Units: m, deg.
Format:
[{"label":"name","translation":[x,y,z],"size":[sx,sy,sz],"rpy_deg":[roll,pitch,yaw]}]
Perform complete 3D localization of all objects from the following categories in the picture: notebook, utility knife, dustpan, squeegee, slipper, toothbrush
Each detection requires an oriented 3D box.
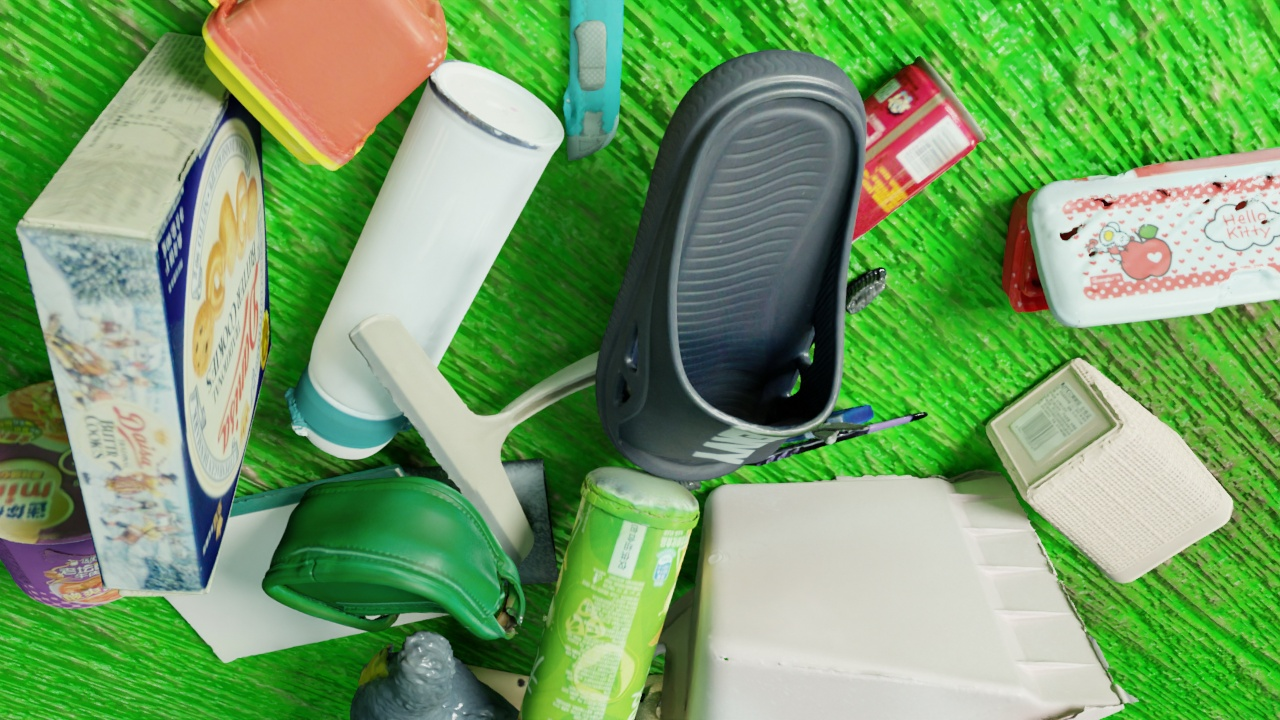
[{"label":"notebook","translation":[-0.230,0.143,0.626],"size":[0.209,0.012,0.150],"rpy_deg":[-13,128,9]},{"label":"utility knife","translation":[-0.022,-0.166,0.423],"size":[0.029,0.013,0.161],"rpy_deg":[-2,127,-7]},{"label":"dustpan","translation":[0.120,0.177,0.582],"size":[0.273,0.222,0.139],"rpy_deg":[3,115,7]},{"label":"squeegee","translation":[-0.003,0.003,0.531],"size":[0.246,0.039,0.247],"rpy_deg":[-23,140,-3]},{"label":"slipper","translation":[0.042,-0.009,0.436],"size":[0.110,0.083,0.269],"rpy_deg":[-3,138,-12]},{"label":"toothbrush","translation":[0.099,0.062,0.609],"size":[0.189,0.016,0.014],"rpy_deg":[-15,153,3]},{"label":"toothbrush","translation":[0.081,0.010,0.568],"size":[0.014,0.016,0.190],"rpy_deg":[31,119,-25]}]

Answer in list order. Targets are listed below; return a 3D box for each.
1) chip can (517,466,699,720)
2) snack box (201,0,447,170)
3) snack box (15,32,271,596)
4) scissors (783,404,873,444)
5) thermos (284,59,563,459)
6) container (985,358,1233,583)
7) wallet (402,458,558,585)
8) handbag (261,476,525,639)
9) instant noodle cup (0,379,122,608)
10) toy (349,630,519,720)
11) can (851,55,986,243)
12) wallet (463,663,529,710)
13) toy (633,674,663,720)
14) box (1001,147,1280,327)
[{"label":"chip can","translation":[-0.027,0.173,0.547],"size":[0.072,0.072,0.221],"rpy_deg":[15,97,-17]},{"label":"snack box","translation":[-0.129,-0.139,0.387],"size":[0.080,0.091,0.082],"rpy_deg":[-34,124,11]},{"label":"snack box","translation":[-0.202,-0.024,0.406],"size":[0.045,0.177,0.183],"rpy_deg":[3,128,-13]},{"label":"scissors","translation":[0.114,0.036,0.519],"size":[0.128,0.174,0.012],"rpy_deg":[-13,87,-25]},{"label":"thermos","translation":[-0.118,-0.039,0.478],"size":[0.073,0.073,0.225],"rpy_deg":[22,122,-21]},{"label":"container","translation":[0.296,0.068,0.592],"size":[0.111,0.090,0.090],"rpy_deg":[35,116,-25]},{"label":"wallet","translation":[-0.109,0.114,0.625],"size":[0.097,0.019,0.121],"rpy_deg":[-3,129,-2]},{"label":"handbag","translation":[-0.144,0.126,0.545],"size":[0.132,0.067,0.120],"rpy_deg":[-10,135,28]},{"label":"instant noodle cup","translation":[-0.320,0.082,0.526],"size":[0.111,0.111,0.099],"rpy_deg":[8,134,-13]},{"label":"toy","translation":[-0.126,0.263,0.649],"size":[0.138,0.091,0.357],"rpy_deg":[-4,144,15]},{"label":"can","translation":[0.104,-0.090,0.470],"size":[0.133,0.053,0.053],"rpy_deg":[-39,122,21]},{"label":"wallet","translation":[-0.145,0.277,0.741],"size":[0.115,0.024,0.087],"rpy_deg":[17,118,-20]},{"label":"toy","translation":[0.001,0.324,0.761],"size":[0.066,0.105,0.157],"rpy_deg":[35,111,22]},{"label":"box","translation":[0.309,-0.063,0.491],"size":[0.201,0.091,0.095],"rpy_deg":[-8,127,0]}]
